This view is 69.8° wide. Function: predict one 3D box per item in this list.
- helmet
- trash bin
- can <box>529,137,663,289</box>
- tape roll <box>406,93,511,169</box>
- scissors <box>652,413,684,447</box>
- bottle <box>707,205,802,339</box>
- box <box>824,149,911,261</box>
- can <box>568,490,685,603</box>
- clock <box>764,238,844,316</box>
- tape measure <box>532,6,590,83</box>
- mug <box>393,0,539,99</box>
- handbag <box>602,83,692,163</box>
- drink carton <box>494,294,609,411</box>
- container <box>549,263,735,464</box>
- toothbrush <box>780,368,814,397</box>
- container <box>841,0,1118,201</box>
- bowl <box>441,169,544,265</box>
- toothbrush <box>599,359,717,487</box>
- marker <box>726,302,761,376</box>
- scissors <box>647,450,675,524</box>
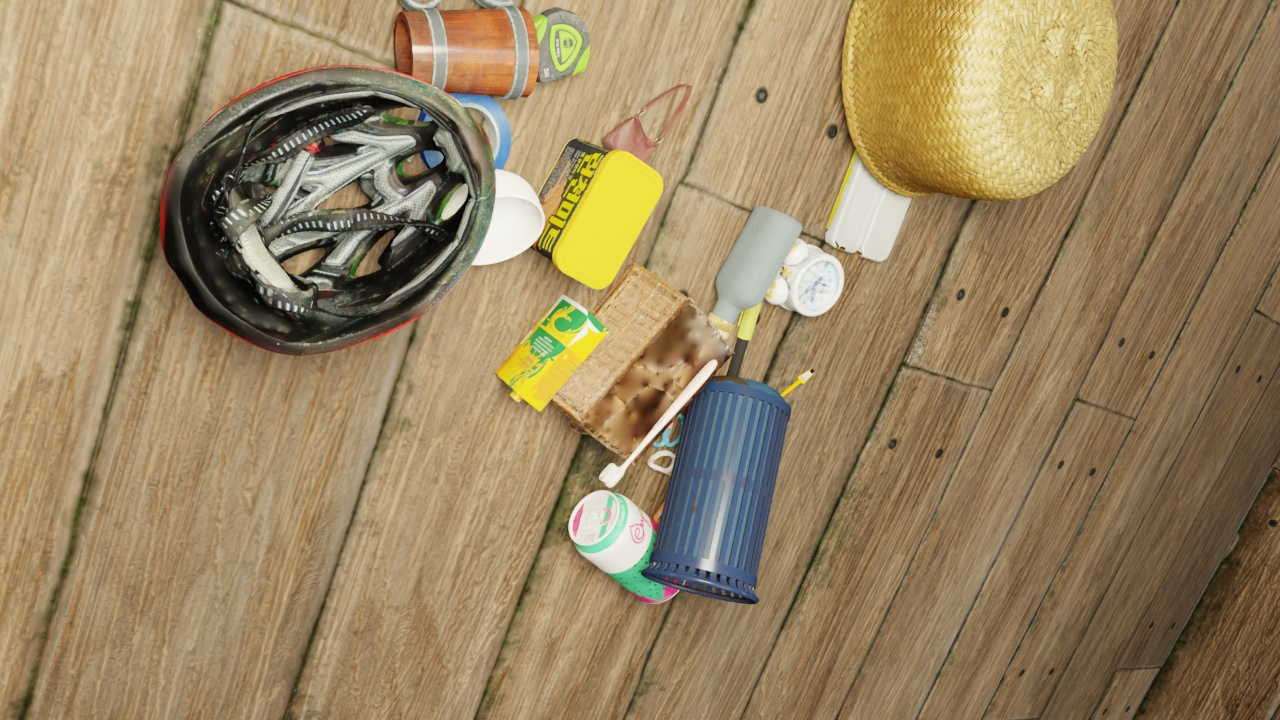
[{"bbox_3d":[-0.252,-0.128,0.766,0.271,0.167,0.217,-28,110,-9],"label":"helmet"},{"bbox_3d":[0.098,0.151,1.104,0.139,0.140,0.249,30,67,-39],"label":"trash bin"},{"bbox_3d":[-0.054,-0.153,0.932,0.072,0.101,0.131,26,96,-39],"label":"can"},{"bbox_3d":[-0.169,-0.214,0.881,0.093,0.016,0.091,20,99,-38],"label":"tape roll"},{"bbox_3d":[0.037,0.047,1.148,0.056,0.015,0.137,-7,109,-33],"label":"scissors"},{"bbox_3d":[0.127,-0.102,1.095,0.046,0.072,0.161,25,96,-33],"label":"bottle"},{"bbox_3d":[0.317,-0.236,1.194,0.127,0.023,0.210,10,105,-35],"label":"box"},{"bbox_3d":[-0.012,0.234,1.150,0.088,0.088,0.166,-48,129,-6],"label":"can"},{"bbox_3d":[0.201,-0.105,1.159,0.125,0.052,0.089,16,103,-35],"label":"clock"},{"bbox_3d":[-0.080,-0.306,0.887,0.058,0.036,0.066,-14,122,-18],"label":"tape measure"},{"bbox_3d":[-0.160,-0.293,0.821,0.111,0.082,0.117,-9,92,-27],"label":"mug"},{"bbox_3d":[0.014,-0.255,0.982,0.119,0.029,0.055,-48,127,-12],"label":"handbag"},{"bbox_3d":[-0.099,-0.007,0.998,0.122,0.058,0.041,-49,129,-5],"label":"drink carton"},{"bbox_3d":[-0.006,0.006,1.032,0.198,0.113,0.114,-49,129,-3],"label":"container"},{"bbox_3d":[0.163,0.069,1.230,0.196,0.031,0.031,-36,172,-20],"label":"toothbrush"},{"bbox_3d":[0.406,-0.334,1.078,0.306,0.197,0.307,-12,112,-31],"label":"container"},{"bbox_3d":[-0.150,-0.144,0.888,0.105,0.054,0.105,-18,154,-9],"label":"bowl"},{"bbox_3d":[0.021,0.066,0.995,0.181,0.016,0.018,-48,123,-3],"label":"toothbrush"},{"bbox_3d":[0.127,-0.018,1.170,0.021,0.017,0.124,14,108,-3],"label":"marker"},{"bbox_3d":[0.049,0.158,1.205,0.128,0.011,0.125,34,90,-39],"label":"scissors"}]
